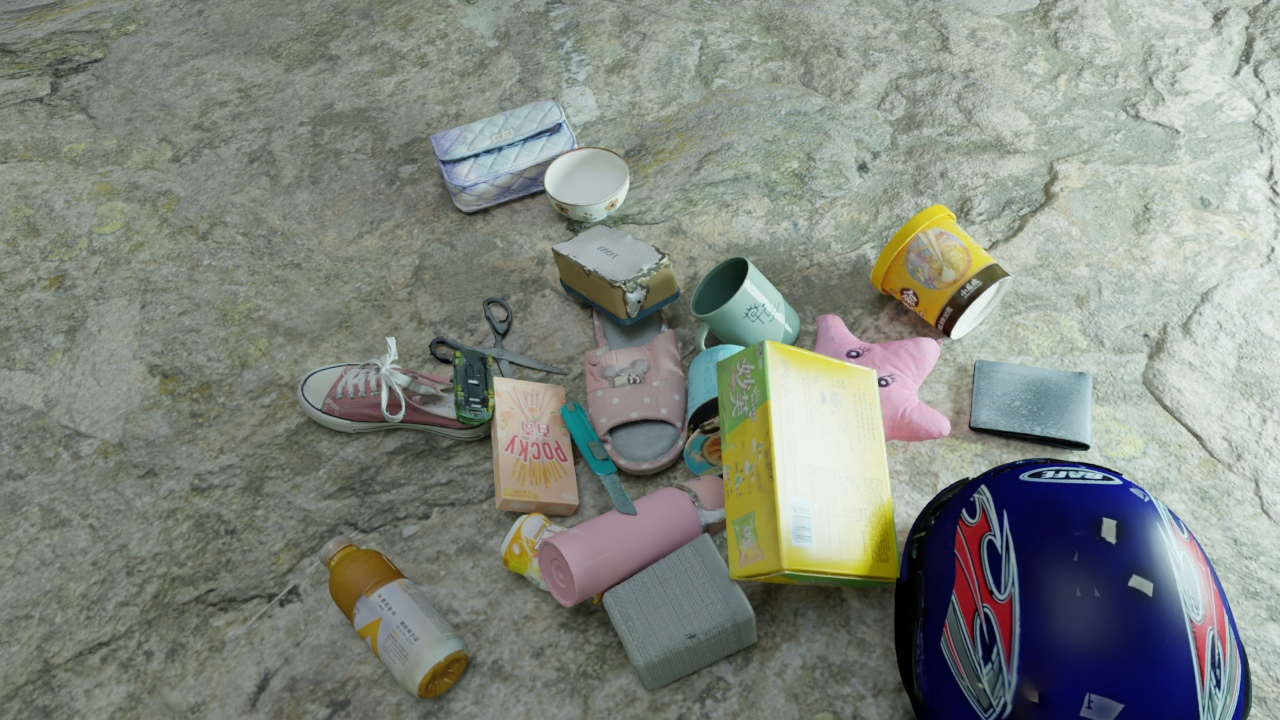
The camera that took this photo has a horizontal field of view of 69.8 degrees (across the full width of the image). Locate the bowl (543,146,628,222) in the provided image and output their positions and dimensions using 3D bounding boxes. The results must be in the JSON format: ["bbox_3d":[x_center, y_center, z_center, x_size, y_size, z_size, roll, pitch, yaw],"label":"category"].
[{"bbox_3d":[-0.068,-0.225,1.220,0.113,0.062,0.113,-4,53,5],"label":"bowl"}]

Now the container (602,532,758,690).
[{"bbox_3d":[0.035,0.233,0.837,0.114,0.090,0.090,-26,53,-8],"label":"container"}]

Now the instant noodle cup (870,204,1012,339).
[{"bbox_3d":[0.343,-0.095,1.037,0.118,0.119,0.114,-34,64,-18],"label":"instant noodle cup"}]

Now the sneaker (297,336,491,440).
[{"bbox_3d":[-0.280,0.032,1.032,0.241,0.088,0.118,8,54,12],"label":"sneaker"}]

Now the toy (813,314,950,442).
[{"bbox_3d":[0.239,0.022,0.976,0.178,0.074,0.194,-32,56,0],"label":"toy"}]

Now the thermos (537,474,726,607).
[{"bbox_3d":[0.008,0.165,0.865,0.198,0.087,0.067,-17,94,-32],"label":"thermos"}]

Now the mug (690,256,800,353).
[{"bbox_3d":[0.112,-0.040,1.019,0.111,0.106,0.082,-53,29,-9],"label":"mug"}]

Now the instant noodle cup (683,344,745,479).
[{"bbox_3d":[0.095,0.049,0.965,0.111,0.111,0.120,-7,45,2],"label":"instant noodle cup"}]

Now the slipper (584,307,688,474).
[{"bbox_3d":[-0.006,0.006,1.037,0.114,0.054,0.273,-8,50,2],"label":"slipper"}]

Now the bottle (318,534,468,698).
[{"bbox_3d":[-0.243,0.239,0.880,0.067,0.068,0.189,-40,58,-22],"label":"bottle"}]

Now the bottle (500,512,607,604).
[{"bbox_3d":[-0.080,0.196,0.896,0.108,0.063,0.063,28,60,9],"label":"bottle"}]

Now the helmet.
[{"bbox_3d":[0.329,0.197,0.730,0.247,0.241,0.314,1,52,6],"label":"helmet"}]

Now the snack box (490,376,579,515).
[{"bbox_3d":[-0.116,0.090,0.982,0.084,0.026,0.157,9,47,-24],"label":"snack box"}]

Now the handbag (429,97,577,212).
[{"bbox_3d":[-0.185,-0.291,1.279,0.193,0.076,0.134,-20,52,-9],"label":"handbag"}]

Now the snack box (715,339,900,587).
[{"bbox_3d":[0.155,0.100,0.848,0.157,0.070,0.209,13,65,-35],"label":"snack box"}]

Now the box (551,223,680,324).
[{"bbox_3d":[-0.036,-0.109,1.097,0.089,0.060,0.184,-28,32,-19],"label":"box"}]

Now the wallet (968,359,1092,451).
[{"bbox_3d":[0.415,0.045,0.977,0.121,0.019,0.097,9,52,16],"label":"wallet"}]

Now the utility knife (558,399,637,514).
[{"bbox_3d":[-0.045,0.093,0.932,0.029,0.013,0.216,-9,30,-19],"label":"utility knife"}]

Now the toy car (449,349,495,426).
[{"bbox_3d":[-0.183,0.029,0.992,0.043,0.036,0.091,7,54,-21],"label":"toy car"}]

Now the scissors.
[{"bbox_3d":[-0.173,-0.009,1.098,0.159,0.014,0.181,-11,53,-1],"label":"scissors"}]
